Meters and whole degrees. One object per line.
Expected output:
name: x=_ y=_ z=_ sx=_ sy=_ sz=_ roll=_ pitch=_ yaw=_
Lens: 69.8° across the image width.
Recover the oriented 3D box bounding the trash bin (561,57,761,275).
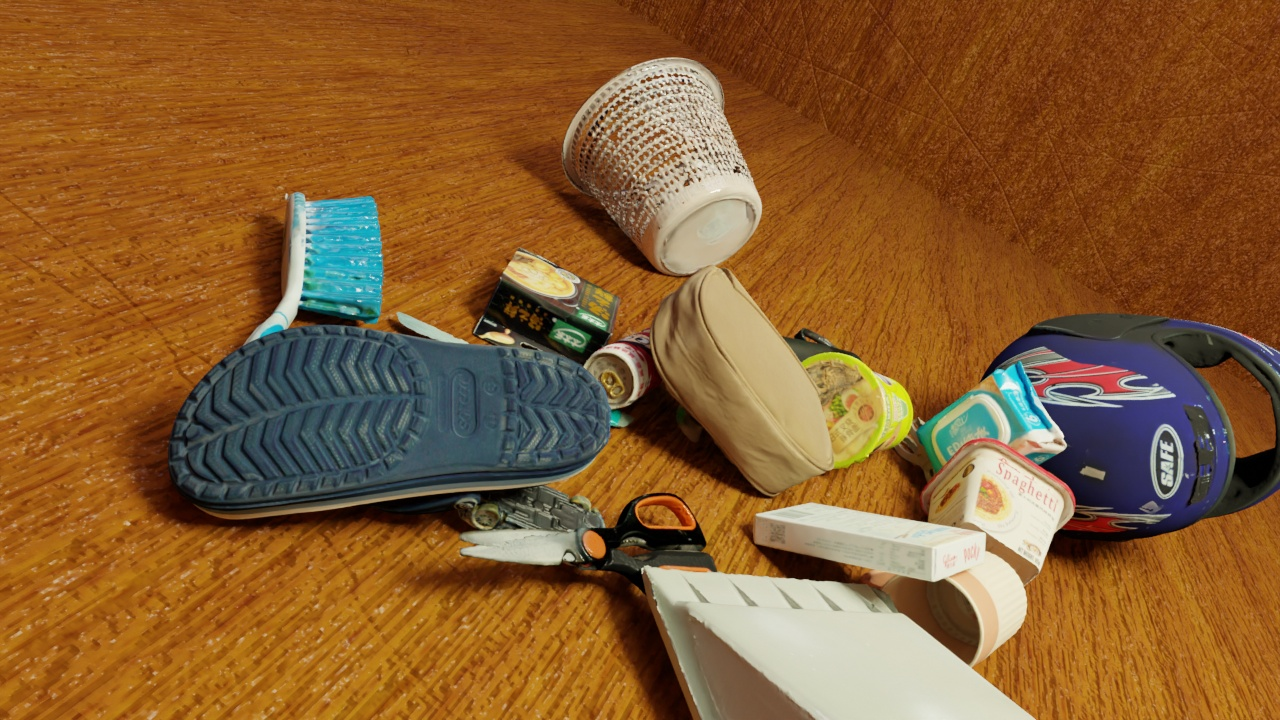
trash bin: x=0.042 y=-0.221 z=1.129 sx=0.227 sy=0.228 sz=0.192 roll=2 pitch=50 yaw=-44

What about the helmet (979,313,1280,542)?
helmet: x=0.511 y=0.075 z=0.971 sx=0.316 sy=0.247 sz=0.239 roll=1 pitch=15 yaw=44

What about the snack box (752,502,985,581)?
snack box: x=0.175 y=0.138 z=0.713 sx=0.157 sy=0.027 sz=0.084 roll=4 pitch=2 yaw=44

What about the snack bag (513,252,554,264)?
snack bag: x=-0.084 y=-0.080 z=0.932 sx=0.105 sy=0.026 sz=0.045 roll=27 pitch=17 yaw=-8

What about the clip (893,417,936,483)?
clip: x=0.315 y=0.107 z=1.001 sx=0.074 sy=0.035 sz=0.100 roll=9 pitch=38 yaw=-37

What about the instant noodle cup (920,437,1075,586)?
instant noodle cup: x=0.322 y=0.154 z=0.846 sx=0.116 sy=0.117 sz=0.123 roll=34 pitch=38 yaw=7

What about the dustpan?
dustpan: x=0.130 y=0.251 z=0.549 sx=0.222 sy=0.143 sz=0.258 roll=13 pitch=8 yaw=-32

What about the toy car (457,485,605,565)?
toy car: x=-0.072 y=0.104 z=0.610 sx=0.105 sy=0.031 sz=0.048 roll=25 pitch=34 yaw=-16

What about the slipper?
slipper: x=-0.145 y=0.042 z=0.561 sx=0.252 sy=0.095 sz=0.105 roll=-3 pitch=63 yaw=-20

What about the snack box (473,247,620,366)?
snack box: x=-0.082 y=-0.043 z=0.851 sx=0.113 sy=0.053 sz=0.125 roll=26 pitch=21 yaw=-8

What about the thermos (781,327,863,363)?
thermos: x=0.133 y=-0.002 z=0.967 sx=0.242 sy=0.069 sz=0.090 roll=7 pitch=46 yaw=-40

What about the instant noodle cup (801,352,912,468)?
instant noodle cup: x=0.217 y=0.052 z=0.925 sx=0.123 sy=0.112 sz=0.111 roll=6 pitch=34 yaw=-53

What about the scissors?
scissors: x=-0.031 y=0.111 z=0.598 sx=0.235 sy=0.022 sz=0.139 roll=32 pitch=35 yaw=-31

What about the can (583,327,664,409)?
can: x=-0.005 y=0.005 z=0.816 sx=0.053 sy=0.053 sz=0.132 roll=35 pitch=20 yaw=11

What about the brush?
brush: x=-0.244 y=-0.040 z=0.677 sx=0.109 sy=0.061 sz=0.314 roll=9 pitch=35 yaw=-26

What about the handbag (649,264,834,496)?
handbag: x=0.085 y=0.019 z=0.805 sx=0.204 sy=0.100 sz=0.147 roll=51 pitch=28 yaw=-22

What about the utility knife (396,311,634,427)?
utility knife: x=-0.103 y=0.010 z=0.768 sx=0.219 sy=0.013 sz=0.029 roll=27 pitch=28 yaw=-12

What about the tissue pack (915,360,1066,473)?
tissue pack: x=0.349 y=0.076 z=0.923 sx=0.063 sy=0.140 sz=0.090 roll=7 pitch=51 yaw=-35

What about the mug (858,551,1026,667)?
mug: x=0.234 y=0.192 z=0.728 sx=0.115 sy=0.082 sz=0.105 roll=12 pitch=9 yaw=40
